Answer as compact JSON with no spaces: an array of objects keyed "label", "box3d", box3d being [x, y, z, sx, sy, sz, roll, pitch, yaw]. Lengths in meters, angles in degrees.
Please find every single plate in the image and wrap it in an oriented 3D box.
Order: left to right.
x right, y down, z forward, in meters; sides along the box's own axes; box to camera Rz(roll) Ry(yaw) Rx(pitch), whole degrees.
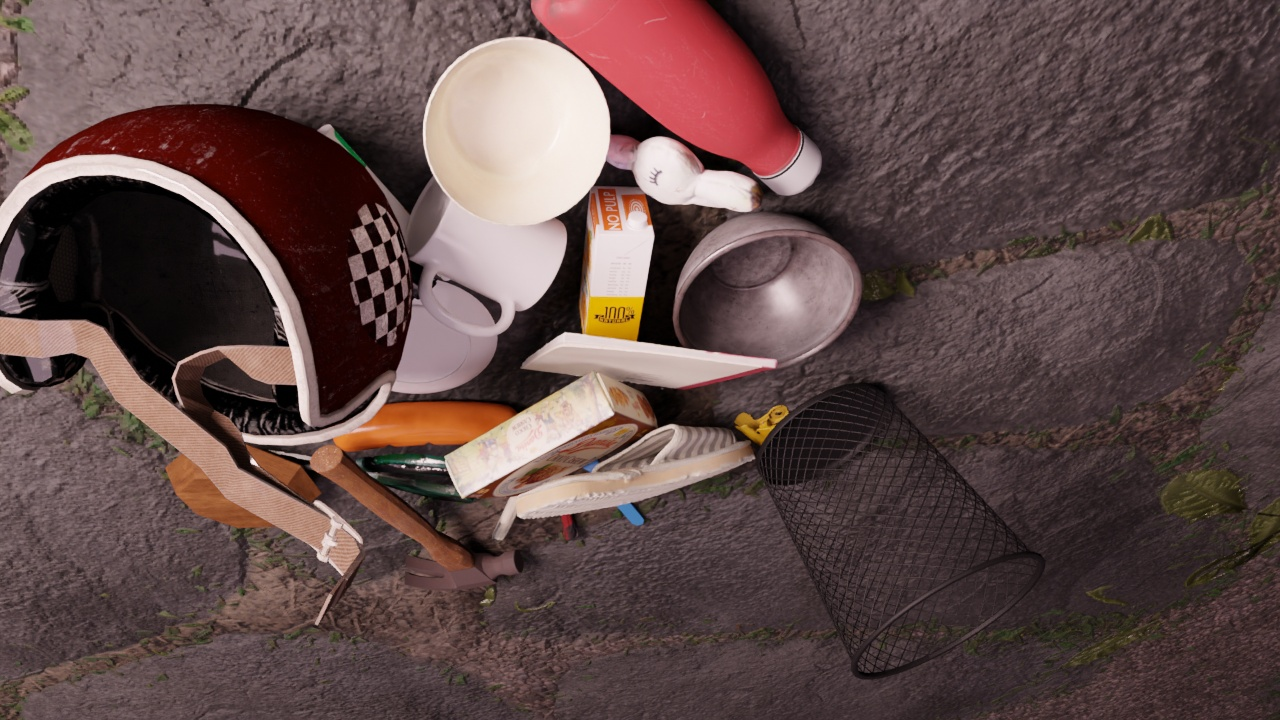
[{"label":"plate","box3d":[-0.365,0.120,0.840,0.131,0.025,0.131,0,144,0]},{"label":"plate","box3d":[-0.186,-0.014,0.758,0.134,0.011,0.135,-5,136,-5]}]

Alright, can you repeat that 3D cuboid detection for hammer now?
[{"label":"hammer","box3d":[-0.217,0.159,0.878,0.115,0.033,0.323,-12,148,9]}]

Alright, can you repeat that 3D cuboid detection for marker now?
[{"label":"marker","box3d":[-0.179,-0.108,0.657,0.017,0.017,0.145,-24,135,14]}]

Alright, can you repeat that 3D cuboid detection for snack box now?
[{"label":"snack box","box3d":[-0.071,0.068,0.784,0.147,0.041,0.143,-29,166,9]}]

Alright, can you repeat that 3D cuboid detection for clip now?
[{"label":"clip","box3d":[0.123,0.060,0.892,0.046,0.037,0.053,-23,135,32]}]

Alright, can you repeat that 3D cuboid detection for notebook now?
[{"label":"notebook","box3d":[-0.004,0.004,0.714,0.153,0.012,0.209,7,173,-14]}]

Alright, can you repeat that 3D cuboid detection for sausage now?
[{"label":"sausage","box3d":[-0.188,0.058,0.813,0.164,0.039,0.045,-1,142,-9]}]

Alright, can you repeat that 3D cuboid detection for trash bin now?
[{"label":"trash bin","box3d":[0.216,0.144,0.829,0.184,0.210,0.184,-18,142,-15]}]

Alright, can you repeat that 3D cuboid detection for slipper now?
[{"label":"slipper","box3d":[0.001,0.097,0.818,0.272,0.054,0.115,-6,159,-47]}]

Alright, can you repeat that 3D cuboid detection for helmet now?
[{"label":"helmet","box3d":[-0.247,-0.031,0.549,0.233,0.253,0.234,6,111,5]}]

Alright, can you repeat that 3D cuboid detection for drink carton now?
[{"label":"drink carton","box3d":[-0.020,-0.070,0.695,0.040,0.058,0.123,0,136,-10]}]

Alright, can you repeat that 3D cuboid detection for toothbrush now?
[{"label":"toothbrush","box3d":[-0.031,0.127,0.937,0.016,0.014,0.167,-20,140,11]}]

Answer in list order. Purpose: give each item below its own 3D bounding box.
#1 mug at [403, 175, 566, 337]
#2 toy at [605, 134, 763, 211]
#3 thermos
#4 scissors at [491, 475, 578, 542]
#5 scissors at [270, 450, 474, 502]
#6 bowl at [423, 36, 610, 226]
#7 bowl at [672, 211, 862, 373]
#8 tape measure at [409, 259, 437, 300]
[{"label":"mug","box3d":[-0.113,-0.070,0.644,0.090,0.110,0.074,26,153,-32]},{"label":"toy","box3d":[0.024,-0.129,0.637,0.122,0.079,0.038,19,91,0]},{"label":"thermos","box3d":[0.038,-0.178,0.584,0.073,0.073,0.239,-36,136,25]},{"label":"scissors","box3d":[-0.101,0.133,0.925,0.180,0.015,0.186,-32,131,22]},{"label":"scissors","box3d":[-0.232,0.109,0.855,0.206,0.015,0.179,1,160,17]},{"label":"bowl","box3d":[-0.082,-0.150,0.582,0.115,0.062,0.115,-9,121,-15]},{"label":"bowl","box3d":[0.092,-0.063,0.717,0.145,0.067,0.145,-5,136,-5]},{"label":"tape measure","box3d":[-0.197,-0.060,0.687,0.061,0.034,0.061,-35,122,17]}]
